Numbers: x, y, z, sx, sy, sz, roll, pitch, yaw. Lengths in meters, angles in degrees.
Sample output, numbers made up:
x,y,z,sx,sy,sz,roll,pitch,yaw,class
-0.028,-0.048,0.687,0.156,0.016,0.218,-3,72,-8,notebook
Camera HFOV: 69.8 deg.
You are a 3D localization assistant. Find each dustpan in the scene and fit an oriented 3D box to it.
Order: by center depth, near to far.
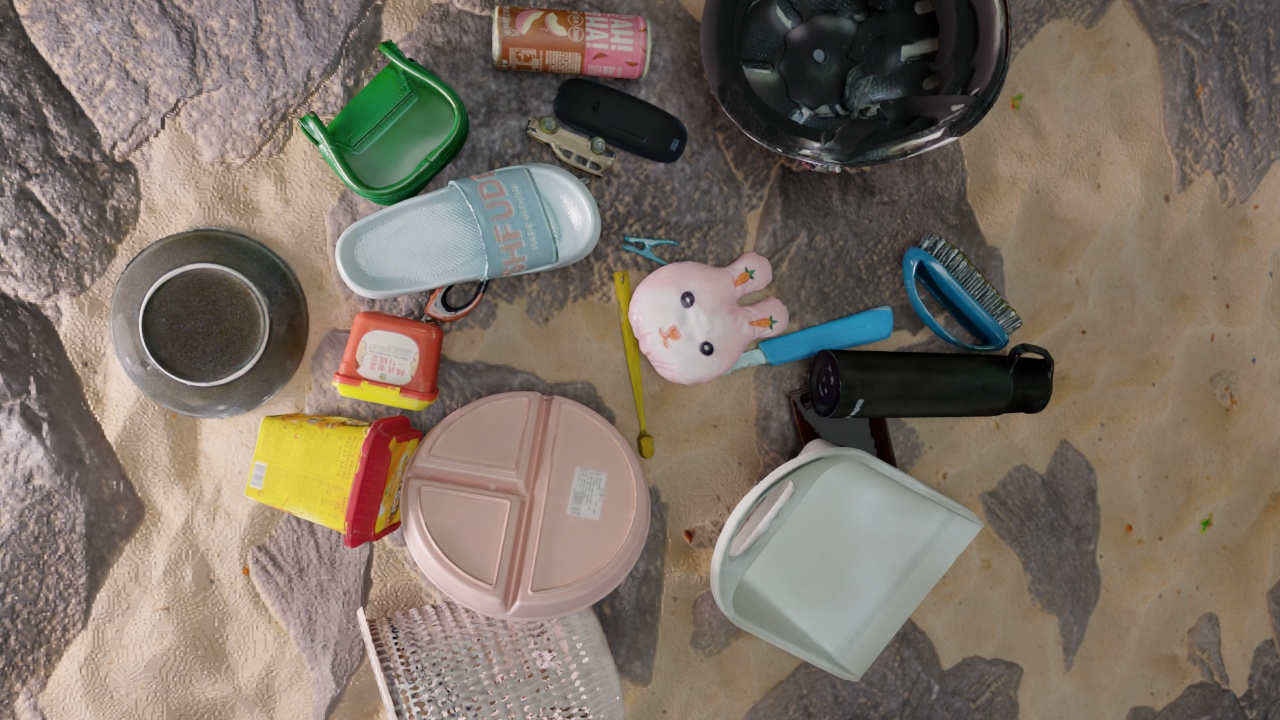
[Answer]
x,y,z,sx,sy,sz,roll,pitch,yaw,class
0.188,0.192,0.878,0.257,0.142,0.223,35,98,-5,dustpan

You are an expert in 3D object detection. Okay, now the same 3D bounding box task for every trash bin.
x,y,z,sx,sy,sz,roll,pitch,yaw,class
-0.128,0.298,0.828,0.191,0.228,0.227,-18,96,-20,trash bin

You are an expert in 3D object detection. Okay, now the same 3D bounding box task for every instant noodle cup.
x,y,z,sx,sy,sz,roll,pitch,yaw,class
-0.279,0.099,0.838,0.124,0.116,0.116,13,90,3,instant noodle cup

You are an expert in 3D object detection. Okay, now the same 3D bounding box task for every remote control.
x,y,z,sx,sy,sz,roll,pitch,yaw,class
-0.018,-0.235,0.894,0.136,0.024,0.053,20,91,-9,remote control

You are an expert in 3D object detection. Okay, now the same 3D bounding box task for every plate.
x,y,z,sx,sy,sz,roll,pitch,yaw,class
-0.101,0.121,0.834,0.229,0.028,0.229,6,54,-9,plate
-0.401,-0.034,0.851,0.179,0.024,0.179,-1,94,-8,plate

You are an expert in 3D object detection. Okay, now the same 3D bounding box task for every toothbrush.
x,y,z,sx,sy,sz,roll,pitch,yaw,class
-0.005,0.005,0.913,0.015,0.016,0.190,-9,94,-9,toothbrush

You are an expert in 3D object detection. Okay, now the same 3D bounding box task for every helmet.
x,y,z,sx,sy,sz,roll,pitch,yaw,class
0.191,-0.288,0.856,0.274,0.156,0.230,-6,96,3,helmet

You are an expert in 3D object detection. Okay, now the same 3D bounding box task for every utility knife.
x,y,z,sx,sy,sz,roll,pitch,yaw,class
0.157,-0.015,0.935,0.216,0.018,0.034,-14,83,-7,utility knife

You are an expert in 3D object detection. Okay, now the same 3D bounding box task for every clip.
x,y,z,sx,sy,sz,roll,pitch,yaw,class
0.009,-0.112,0.911,0.055,0.013,0.038,14,91,-11,clip

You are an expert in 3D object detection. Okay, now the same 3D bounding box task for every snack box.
x,y,z,sx,sy,sz,roll,pitch,yaw,class
-0.228,-0.001,0.847,0.091,0.082,0.080,13,93,-7,snack box

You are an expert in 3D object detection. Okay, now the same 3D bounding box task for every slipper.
x,y,z,sx,sy,sz,roll,pitch,yaw,class
-0.158,-0.119,0.840,0.245,0.074,0.104,-15,93,-6,slipper

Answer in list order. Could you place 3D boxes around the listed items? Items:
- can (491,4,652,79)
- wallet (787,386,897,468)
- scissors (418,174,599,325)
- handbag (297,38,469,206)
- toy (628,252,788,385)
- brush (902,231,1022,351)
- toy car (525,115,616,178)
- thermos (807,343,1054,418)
x,y,z,sx,sy,sz,roll,pitch,yaw,class
-0.065,-0.300,0.866,0.147,0.058,0.058,1,93,-9,can
0.211,0.079,0.949,0.096,0.020,0.122,-15,93,-7,wallet
-0.140,-0.108,0.889,0.202,0.015,0.204,14,90,-9,scissors
-0.230,-0.214,0.842,0.120,0.068,0.131,43,86,-7,handbag
0.069,-0.047,0.906,0.159,0.054,0.121,-24,94,-14,toy
0.320,-0.060,0.937,0.144,0.055,0.073,43,86,-9,brush
-0.068,-0.206,0.879,0.090,0.042,0.035,24,91,-9,toy car
0.294,0.015,0.914,0.242,0.068,0.090,0,133,-16,thermos
